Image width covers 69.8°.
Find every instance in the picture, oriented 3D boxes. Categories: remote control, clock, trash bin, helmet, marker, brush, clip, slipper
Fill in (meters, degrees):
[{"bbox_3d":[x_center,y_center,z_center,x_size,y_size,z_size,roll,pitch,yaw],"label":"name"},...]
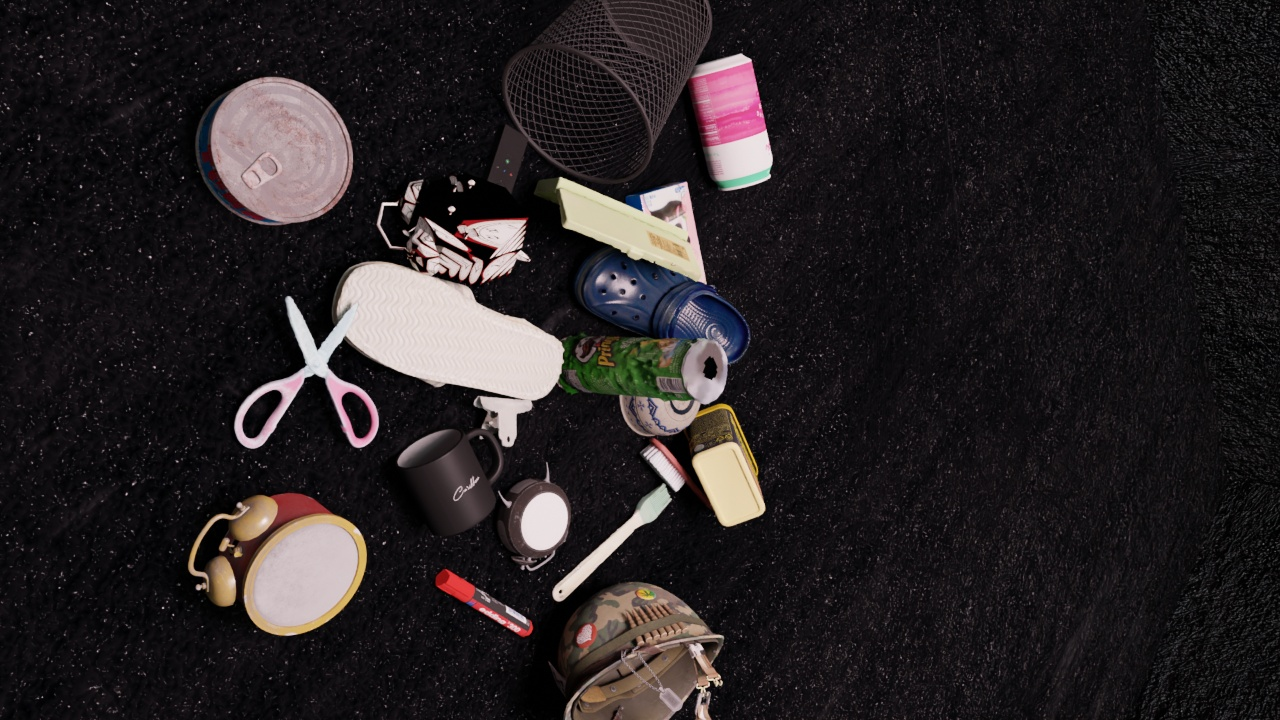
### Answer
[{"bbox_3d":[-0.163,-0.191,1.033,0.034,0.013,0.150,24,77,-41],"label":"remote control"},{"bbox_3d":[-0.122,0.191,1.079,0.091,0.044,0.123,-29,112,-38],"label":"clock"},{"bbox_3d":[-0.025,-0.342,1.047,0.184,0.184,0.209,50,55,-33],"label":"trash bin"},{"bbox_3d":[0.004,0.377,1.082,0.223,0.236,0.193,-12,135,-52],"label":"helmet"},{"bbox_3d":[-0.175,0.280,1.050,0.145,0.024,0.021,44,57,-35],"label":"marker"},{"bbox_3d":[0.055,0.166,1.249,0.030,0.041,0.172,-47,126,-9],"label":"brush"},{"bbox_3d":[-0.341,0.180,0.850,0.158,0.081,0.117,29,84,-50],"label":"clock"},{"bbox_3d":[-0.035,0.234,1.185,0.217,0.012,0.033,-39,118,-32],"label":"brush"},{"bbox_3d":[-0.161,0.068,1.038,0.101,0.041,0.054,11,89,-63],"label":"clip"},{"bbox_3d":[-0.200,-0.026,0.984,0.272,0.054,0.114,24,81,-36],"label":"slipper"},{"bbox_3d":[-0.192,-0.141,0.945,0.154,0.065,0.114,-2,59,-28],"label":"clock"},{"bbox_3d":[0.041,-0.067,1.142,0.252,0.095,0.105,25,94,-26],"label":"slipper"}]

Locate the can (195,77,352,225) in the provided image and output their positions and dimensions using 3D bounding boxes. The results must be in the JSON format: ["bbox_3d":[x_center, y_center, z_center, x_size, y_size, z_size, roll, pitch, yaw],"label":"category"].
[{"bbox_3d":[-0.338,-0.192,0.852,0.129,0.044,0.130,-4,96,-42],"label":"can"}]

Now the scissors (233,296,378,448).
[{"bbox_3d":[-0.323,0.023,0.879,0.167,0.014,0.171,-27,119,-23],"label":"scissors"}]

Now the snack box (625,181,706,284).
[{"bbox_3d":[0.035,-0.150,1.206,0.087,0.033,0.154,-24,109,-37],"label":"snack box"}]

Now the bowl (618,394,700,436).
[{"bbox_3d":[0.034,0.045,1.201,0.115,0.059,0.115,-4,96,-42],"label":"bowl"}]

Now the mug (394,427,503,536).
[{"bbox_3d":[-0.195,0.120,0.984,0.113,0.078,0.088,-39,118,-38],"label":"mug"}]

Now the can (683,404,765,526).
[{"bbox_3d":[0.114,0.142,1.240,0.072,0.101,0.131,-22,115,8],"label":"can"}]

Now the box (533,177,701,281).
[{"bbox_3d":[-0.022,-0.159,1.069,0.187,0.140,0.048,19,111,-29],"label":"box"}]

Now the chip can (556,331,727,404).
[{"bbox_3d":[-0.005,0.007,1.051,0.075,0.224,0.075,-2,93,-45],"label":"chip can"}]

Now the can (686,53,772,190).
[{"bbox_3d":[0.121,-0.319,1.234,0.088,0.088,0.166,-30,112,-37],"label":"can"}]
